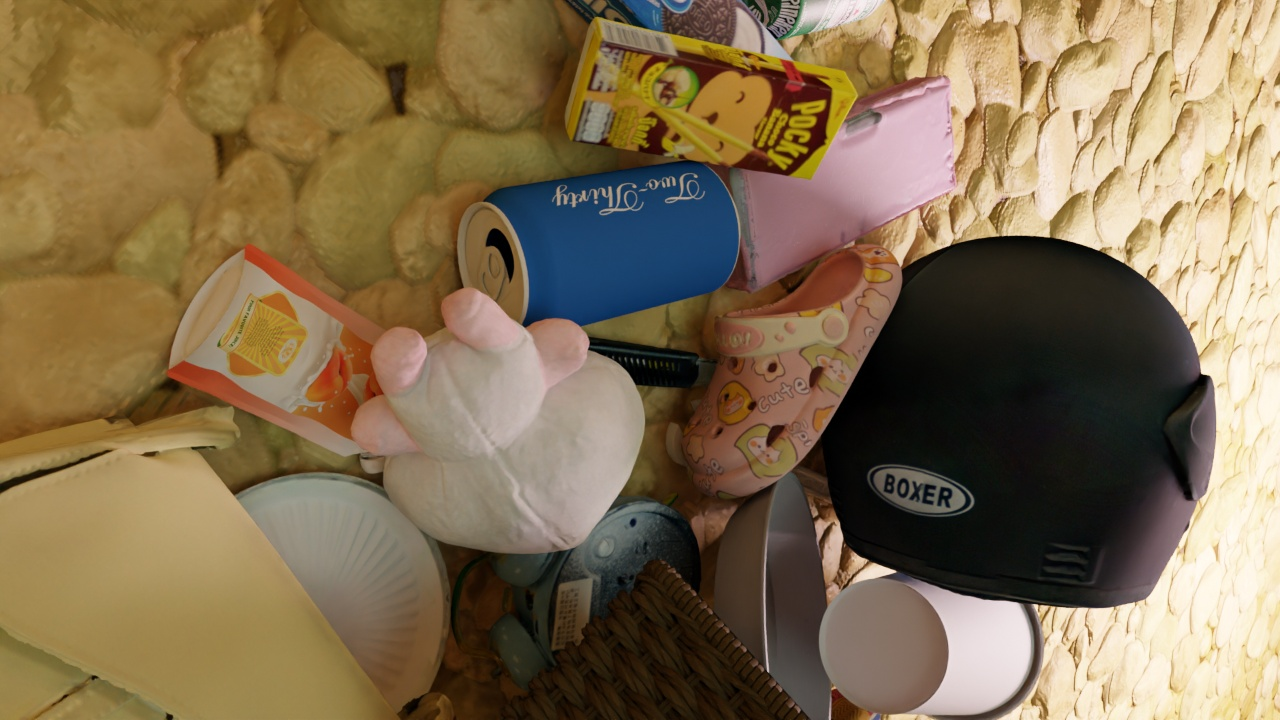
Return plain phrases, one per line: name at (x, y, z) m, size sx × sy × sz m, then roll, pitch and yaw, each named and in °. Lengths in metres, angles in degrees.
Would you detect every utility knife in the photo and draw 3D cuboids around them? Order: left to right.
utility knife at (-0.003, 0.003, 0.571) m, size 0.212 × 0.020 × 0.029 m, roll 8°, pitch 113°, yaw -40°

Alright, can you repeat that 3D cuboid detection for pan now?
pan at (0.120, 0.195, 0.649) m, size 0.356 × 0.051 × 0.200 m, roll 40°, pitch 47°, yaw -62°

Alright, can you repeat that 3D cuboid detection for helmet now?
helmet at (0.273, 0.036, 0.653) m, size 0.315 × 0.249 × 0.236 m, roll 10°, pitch 89°, yaw -47°

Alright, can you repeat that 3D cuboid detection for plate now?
plate at (-0.167, 0.134, 0.459) m, size 0.156 × 0.014 × 0.157 m, roll 2°, pitch 87°, yaw -40°

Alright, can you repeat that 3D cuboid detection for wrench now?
wrench at (0.117, 0.088, 0.692) m, size 0.273 × 0.009 × 0.047 m, roll 26°, pitch 84°, yaw -39°

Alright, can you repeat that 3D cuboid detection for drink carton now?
drink carton at (-0.156, 0.005, 0.446) m, size 0.122 × 0.039 × 0.069 m, roll 38°, pitch 76°, yaw -44°

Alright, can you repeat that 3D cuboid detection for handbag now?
handbag at (-0.194, 0.129, 0.363) m, size 0.190 × 0.089 × 0.233 m, roll -42°, pitch 104°, yaw -39°

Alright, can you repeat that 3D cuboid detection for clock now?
clock at (-0.036, 0.136, 0.551) m, size 0.161 × 0.060 × 0.118 m, roll -1°, pitch 101°, yaw -37°

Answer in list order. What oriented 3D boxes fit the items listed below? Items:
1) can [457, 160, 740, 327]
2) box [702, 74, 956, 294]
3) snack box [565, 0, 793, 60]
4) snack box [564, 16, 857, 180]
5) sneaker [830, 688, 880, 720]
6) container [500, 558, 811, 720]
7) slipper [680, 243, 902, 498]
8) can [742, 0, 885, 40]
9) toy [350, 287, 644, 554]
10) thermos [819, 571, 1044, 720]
can at (-0.019, -0.063, 0.504) m, size 0.145 × 0.079 × 0.079 m, roll -17°, pitch 110°, yaw -34°
box at (0.143, -0.128, 0.643) m, size 0.232 × 0.037 × 0.098 m, roll -26°, pitch 115°, yaw -31°
snack box at (0.004, -0.202, 0.504) m, size 0.226 × 0.059 × 0.059 m, roll 35°, pitch 82°, yaw -38°
snack box at (0.038, -0.139, 0.499) m, size 0.148 × 0.025 × 0.061 m, roll 5°, pitch 137°, yaw -19°
sneaker at (0.106, 0.350, 0.696) m, size 0.241 × 0.116 × 0.091 m, roll -36°, pitch 92°, yaw -22°
container at (-0.010, 0.276, 0.454) m, size 0.204 × 0.176 × 0.322 m, roll -36°, pitch 154°, yaw -19°
slipper at (0.086, -0.006, 0.577) m, size 0.081 × 0.093 × 0.197 m, roll 41°, pitch 82°, yaw -23°
can at (0.112, -0.237, 0.582) m, size 0.101 × 0.053 × 0.053 m, roll -25°, pitch 115°, yaw -31°
toy at (-0.070, 0.031, 0.451) m, size 0.139 × 0.101 × 0.180 m, roll -25°, pitch 143°, yaw -1°
thermos at (0.206, 0.201, 0.658) m, size 0.221 × 0.132 × 0.131 m, roll 23°, pitch 86°, yaw -56°
